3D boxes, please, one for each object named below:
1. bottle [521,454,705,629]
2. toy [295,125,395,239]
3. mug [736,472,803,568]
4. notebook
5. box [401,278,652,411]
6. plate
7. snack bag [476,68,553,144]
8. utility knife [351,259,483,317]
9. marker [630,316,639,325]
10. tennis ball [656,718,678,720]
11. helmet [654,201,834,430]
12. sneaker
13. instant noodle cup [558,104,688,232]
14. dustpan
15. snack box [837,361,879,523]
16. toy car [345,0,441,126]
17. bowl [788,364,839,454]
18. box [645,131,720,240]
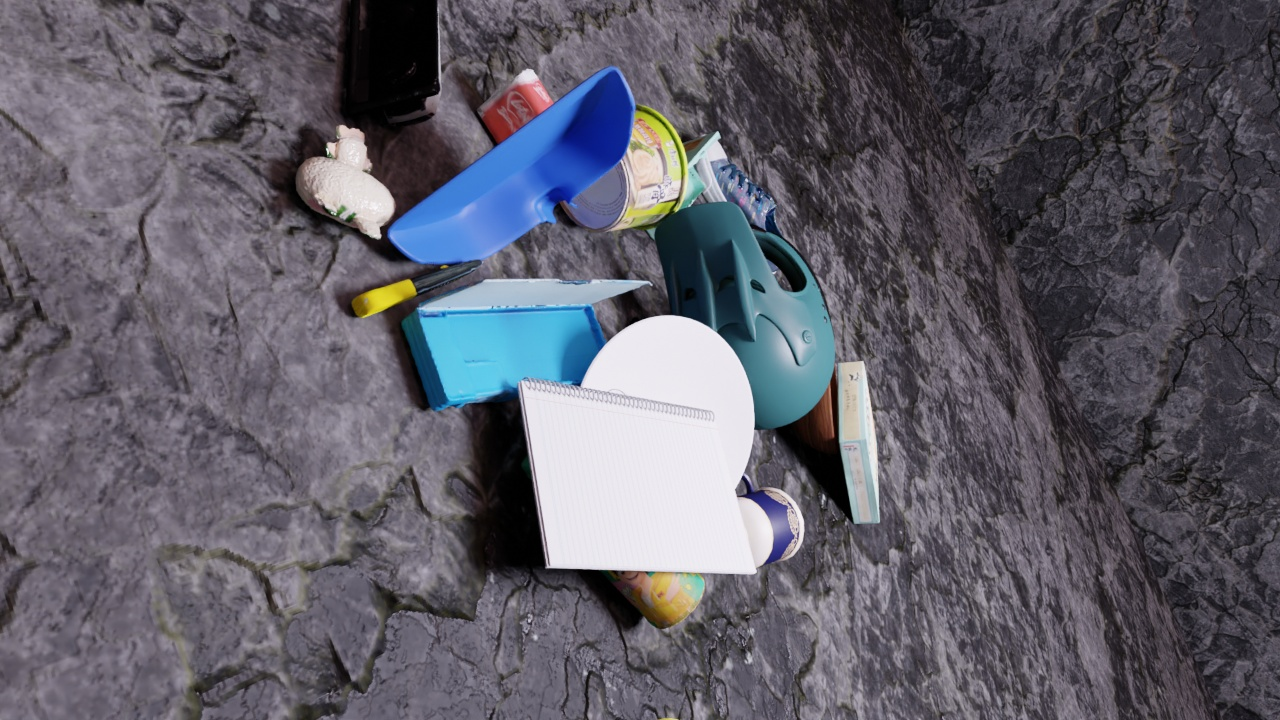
[{"bbox_3d":[-0.028,0.159,0.862,0.209,0.068,0.067,49,37,-13],"label":"bottle"},{"bbox_3d":[-0.251,-0.146,0.785,0.087,0.050,0.112,17,41,-41],"label":"toy"},{"bbox_3d":[0.119,0.179,1.033,0.089,0.086,0.111,-2,65,-51],"label":"mug"},{"bbox_3d":[0.001,0.111,0.862,0.245,0.013,0.177,12,53,-38],"label":"notebook"},{"bbox_3d":[-0.088,-0.026,0.863,0.242,0.115,0.094,-7,72,-54],"label":"box"},{"bbox_3d":[0.023,0.068,0.968,0.229,0.030,0.229,-1,92,-33],"label":"plate"},{"bbox_3d":[-0.119,-0.248,1.003,0.116,0.077,0.036,58,33,-8],"label":"snack bag"},{"bbox_3d":[-0.194,-0.071,0.832,0.172,0.029,0.020,-33,101,-57],"label":"utility knife"},{"bbox_3d":[-0.006,0.006,1.041,0.018,0.015,0.133,66,20,-53],"label":"marker"},{"bbox_3d":[0.024,0.350,0.808,0.065,0.065,0.065,31,46,-38],"label":"tennis ball"},{"bbox_3d":[0.124,-0.050,1.094,0.199,0.177,0.275,-18,93,-57],"label":"helmet"},{"bbox_3d":[0.156,-0.236,1.358,0.087,0.079,0.235,-32,94,-55],"label":"sneaker"},{"bbox_3d":[-0.028,-0.214,1.051,0.097,0.147,0.146,-28,92,-46],"label":"instant noodle cup"},{"bbox_3d":[-0.103,-0.173,0.912,0.059,0.246,0.257,55,5,-5],"label":"dustpan"},{"bbox_3d":[0.307,0.118,1.295,0.141,0.044,0.194,-79,158,-43],"label":"snack box"},{"bbox_3d":[-0.231,-0.304,0.902,0.071,0.094,0.191,64,15,-62],"label":"toy car"},{"bbox_3d":[0.232,0.057,1.262,0.147,0.069,0.147,-3,89,-74],"label":"bowl"},{"bbox_3d":[0.061,-0.244,1.227,0.077,0.093,0.187,53,35,-13],"label":"box"}]
